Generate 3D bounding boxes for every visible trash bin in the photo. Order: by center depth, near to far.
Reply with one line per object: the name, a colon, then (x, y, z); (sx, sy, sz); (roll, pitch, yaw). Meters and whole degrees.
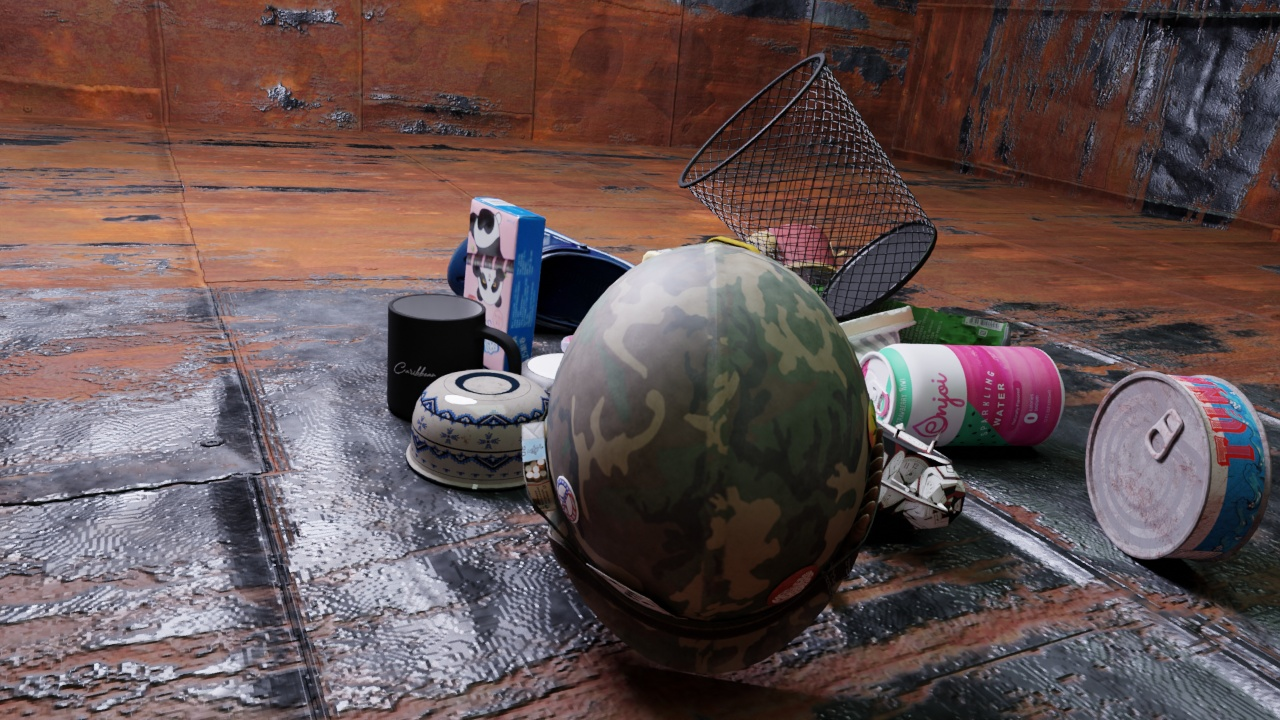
trash bin: (0.177, -0.163, 0.925); (0.210, 0.184, 0.184); (45, 12, -16)

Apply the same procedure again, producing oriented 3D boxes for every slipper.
slipper: (0.140, 0.004, 0.847); (0.272, 0.054, 0.115); (-17, 4, -24)
slipper: (-0.103, -0.091, 1.009); (0.253, 0.105, 0.095); (14, 13, 16)

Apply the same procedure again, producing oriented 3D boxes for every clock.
clock: (0.168, 0.065, 0.641); (0.114, 0.065, 0.154); (25, 8, -6)
clock: (-0.063, 0.024, 0.784); (0.091, 0.044, 0.123); (-1, 20, -20)
clock: (0.160, -0.111, 1.089); (0.158, 0.117, 0.081); (5, 57, -22)

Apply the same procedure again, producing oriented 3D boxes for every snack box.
snack box: (-0.132, -0.069, 0.866); (0.033, 0.154, 0.088); (-6, 23, -38)

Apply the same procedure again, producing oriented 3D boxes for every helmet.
helmet: (0.035, 0.054, 0.510); (0.193, 0.224, 0.236); (1, -6, 2)

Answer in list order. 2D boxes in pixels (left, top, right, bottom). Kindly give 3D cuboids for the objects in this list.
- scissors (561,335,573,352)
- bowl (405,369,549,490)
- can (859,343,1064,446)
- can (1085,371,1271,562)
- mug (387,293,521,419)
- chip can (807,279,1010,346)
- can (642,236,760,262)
scissors: (-0.006, 0.011, 0.743); (0.171, 0.014, 0.167); (14, 25, 25)
bowl: (-0.115, 0.044, 0.685); (0.115, 0.059, 0.115); (5, 19, -2)
can: (0.277, 0.031, 0.800); (0.165, 0.088, 0.088); (1, 20, -14)
can: (0.369, 0.073, 0.639); (0.044, 0.130, 0.130); (4, 19, -6)
mug: (-0.153, 0.000, 0.758); (0.114, 0.088, 0.078); (11, 20, 14)
chip can: (0.285, -0.029, 1.003); (0.223, 0.075, 0.075); (15, 21, 23)
can: (0.055, -0.049, 0.903); (0.100, 0.131, 0.072); (-14, 28, -40)
